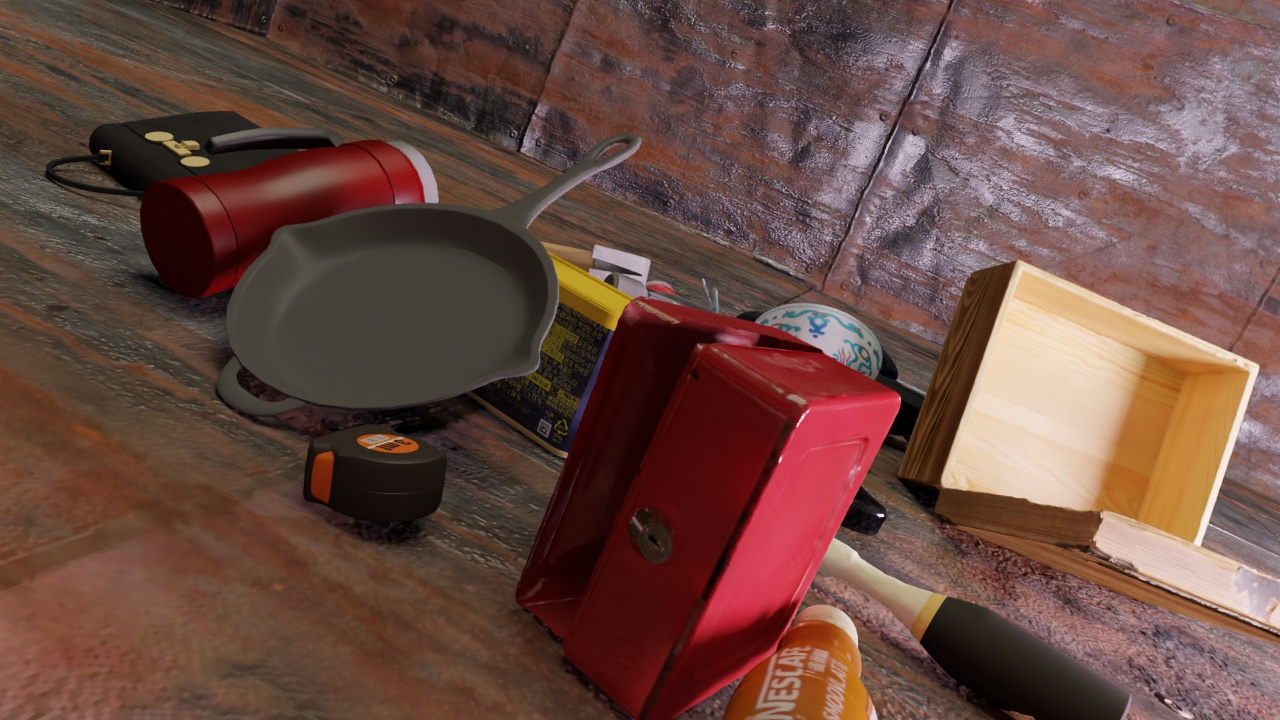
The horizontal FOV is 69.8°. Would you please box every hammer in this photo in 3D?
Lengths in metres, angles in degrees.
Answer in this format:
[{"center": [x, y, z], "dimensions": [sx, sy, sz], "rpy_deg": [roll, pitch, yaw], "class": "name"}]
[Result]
[{"center": [-0.153, -0.116, 0.880], "dimensions": [0.328, 0.039, 0.131], "rpy_deg": [13, 4, -4], "class": "hammer"}, {"center": [0.080, 0.024, 0.631], "dimensions": [0.169, 0.034, 0.324], "rpy_deg": [20, 16, -22], "class": "hammer"}]

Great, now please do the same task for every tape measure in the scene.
[{"center": [-0.123, 0.057, 0.436], "dimensions": [0.059, 0.038, 0.058], "rpy_deg": [13, 10, 15], "class": "tape measure"}]

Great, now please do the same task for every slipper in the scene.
[{"center": [0.224, -0.002, 1.060], "dimensions": [0.265, 0.083, 0.109], "rpy_deg": [25, -28, -11], "class": "slipper"}]

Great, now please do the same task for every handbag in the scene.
[{"center": [-0.402, -0.159, 0.791], "dimensions": [0.176, 0.072, 0.195], "rpy_deg": [31, 26, 30], "class": "handbag"}]

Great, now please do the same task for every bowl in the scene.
[{"center": [0.176, 0.017, 0.965], "dimensions": [0.144, 0.144, 0.074], "rpy_deg": [23, 53, -1], "class": "bowl"}]

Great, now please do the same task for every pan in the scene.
[{"center": [-0.109, -0.067, 0.592], "dimensions": [0.217, 0.024, 0.353], "rpy_deg": [27, 49, 25], "class": "pan"}]

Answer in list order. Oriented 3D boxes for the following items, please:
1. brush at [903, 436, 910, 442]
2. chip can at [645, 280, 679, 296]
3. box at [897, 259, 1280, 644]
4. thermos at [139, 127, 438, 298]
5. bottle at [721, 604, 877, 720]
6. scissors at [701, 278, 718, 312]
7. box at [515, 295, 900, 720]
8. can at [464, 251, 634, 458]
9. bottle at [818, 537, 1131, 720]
[{"center": [0.386, 0.117, 1.115], "dimensions": [0.151, 0.012, 0.039], "rpy_deg": [19, 14, -24], "class": "brush"}, {"center": [0.066, -0.006, 0.925], "dimensions": [0.073, 0.073, 0.233], "rpy_deg": [13, 17, -37], "class": "chip can"}, {"center": [0.435, 0.086, 0.791], "dimensions": [0.279, 0.286, 0.336], "rpy_deg": [22, -3, -9], "class": "box"}, {"center": [-0.248, -0.117, 0.658], "dimensions": [0.108, 0.084, 0.198], "rpy_deg": [58, 38, 1], "class": "thermos"}, {"center": [0.065, 0.142, 0.364], "dimensions": [0.059, 0.059, 0.167], "rpy_deg": [26, 13, 12], "class": "bottle"}, {"center": [0.087, -0.021, 0.972], "dimensions": [0.095, 0.015, 0.142], "rpy_deg": [54, -14, 36], "class": "scissors"}, {"center": [0.035, 0.064, 0.410], "dimensions": [0.098, 0.158, 0.129], "rpy_deg": [29, 15, 35], "class": "box"}, {"center": [-0.062, -0.009, 0.640], "dimensions": [0.135, 0.104, 0.075], "rpy_deg": [30, 15, 27], "class": "can"}, {"center": [0.181, 0.157, 0.532], "dimensions": [0.184, 0.045, 0.045], "rpy_deg": [30, 15, 26], "class": "bottle"}]
